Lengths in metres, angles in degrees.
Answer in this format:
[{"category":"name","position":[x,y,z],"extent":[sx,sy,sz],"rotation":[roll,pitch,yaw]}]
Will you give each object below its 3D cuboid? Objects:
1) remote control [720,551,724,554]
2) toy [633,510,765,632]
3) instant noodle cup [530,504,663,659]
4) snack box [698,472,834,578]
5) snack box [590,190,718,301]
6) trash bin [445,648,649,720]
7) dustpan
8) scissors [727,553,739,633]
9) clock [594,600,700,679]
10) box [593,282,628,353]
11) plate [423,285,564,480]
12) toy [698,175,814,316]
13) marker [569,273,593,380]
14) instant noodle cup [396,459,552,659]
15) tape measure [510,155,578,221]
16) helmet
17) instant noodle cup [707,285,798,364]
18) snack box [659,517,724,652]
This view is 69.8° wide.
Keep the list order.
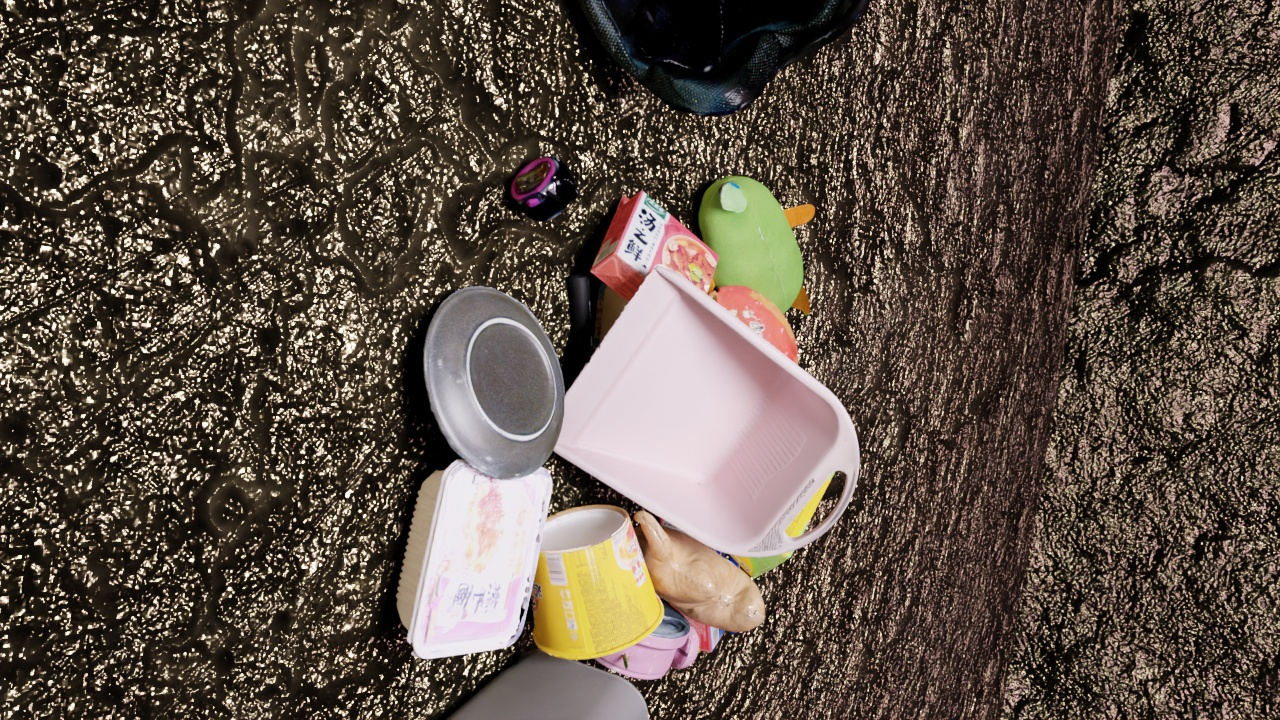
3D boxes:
[{"category":"remote control","position":[0.106,0.205,1.176],"extent":[0.055,0.020,0.136],"rotation":[-68,166,-49]},{"category":"toy","position":[0.042,0.226,1.007],"extent":[0.226,0.144,0.082],"rotation":[41,68,-36]},{"category":"instant noodle cup","position":[-0.054,0.217,0.928],"extent":[0.137,0.138,0.110],"rotation":[-26,109,-47]},{"category":"snack box","position":[0.141,0.135,1.112],"extent":[0.157,0.070,0.209],"rotation":[45,41,-2]},{"category":"snack box","position":[0.020,-0.108,0.944],"extent":[0.113,0.044,0.126],"rotation":[37,47,-20]},{"category":"trash bin","position":[-0.107,0.412,0.861],"extent":[0.219,0.199,0.199],"rotation":[-38,128,-49]},{"category":"dustpan","position":[0.073,0.071,0.896],"extent":[0.273,0.138,0.223],"rotation":[23,111,-27]},{"category":"scissors","position":[0.125,0.295,1.207],"extent":[0.162,0.012,0.176],"rotation":[-79,164,-53]},{"category":"clock","position":[0.003,0.304,1.031],"extent":[0.158,0.117,0.060],"rotation":[12,99,-50]},{"category":"box","position":[-0.006,0.006,0.995],"extent":[0.089,0.059,0.184],"rotation":[1,99,-51]},{"category":"plate","position":[-0.120,0.018,0.825],"extent":[0.179,0.024,0.179],"rotation":[25,58,-49]},{"category":"toy","position":[0.138,-0.121,1.125],"extent":[0.226,0.090,0.247],"rotation":[-40,126,-22]},{"category":"marker","position":[-0.060,-0.024,0.948],"extent":[0.022,0.020,0.132],"rotation":[-9,109,-21]},{"category":"instant noodle cup","position":[-0.157,0.173,0.835],"extent":[0.137,0.060,0.173],"rotation":[14,88,-53]},{"category":"tape measure","position":[-0.090,-0.159,0.843],"extent":[0.058,0.057,0.039],"rotation":[-35,135,12]},{"category":"helmet","position":[0.074,-0.377,0.839],"extent":[0.234,0.275,0.229],"rotation":[72,18,-44]},{"category":"instant noodle cup","position":[0.094,-0.003,1.046],"extent":[0.137,0.109,0.137],"rotation":[13,63,-27]},{"category":"snack box","position":[0.068,0.260,1.143],"extent":[0.057,0.058,0.208],"rotation":[-39,129,-54]}]
